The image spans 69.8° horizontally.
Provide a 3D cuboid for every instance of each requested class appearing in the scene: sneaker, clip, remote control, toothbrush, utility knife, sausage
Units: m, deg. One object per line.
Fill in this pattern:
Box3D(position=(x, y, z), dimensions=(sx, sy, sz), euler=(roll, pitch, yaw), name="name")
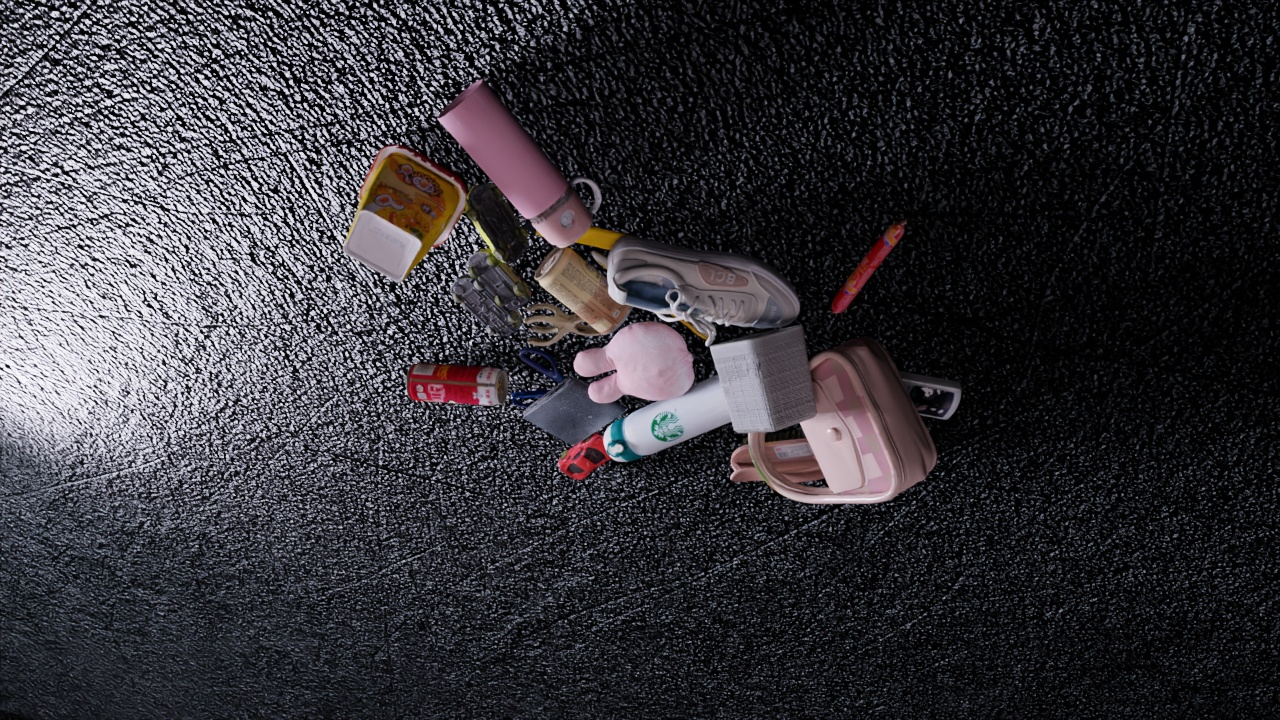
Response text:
Box3D(position=(0.077, -0.075, 1.081), dimensions=(0.242, 0.090, 0.090), euler=(14, 135, -9), name="sneaker")
Box3D(position=(-0.105, -0.057, 1.185), dimensions=(0.105, 0.034, 0.084), euler=(-14, 128, 18), name="clip")
Box3D(position=(0.334, 0.041, 1.183), dimensions=(0.150, 0.021, 0.058), euler=(10, 133, 4), name="remote control")
Box3D(position=(0.016, -0.083, 1.146), dimensions=(0.191, 0.016, 0.018), euler=(35, 119, -19), name="toothbrush")
Box3D(position=(-0.065, -0.150, 1.102), dimensions=(0.154, 0.015, 0.033), euler=(13, 140, -1), name="utility knife")
Box3D(position=(0.262, -0.107, 1.066), dimensions=(0.020, 0.020, 0.156), euler=(23, 132, -9), name="sausage")

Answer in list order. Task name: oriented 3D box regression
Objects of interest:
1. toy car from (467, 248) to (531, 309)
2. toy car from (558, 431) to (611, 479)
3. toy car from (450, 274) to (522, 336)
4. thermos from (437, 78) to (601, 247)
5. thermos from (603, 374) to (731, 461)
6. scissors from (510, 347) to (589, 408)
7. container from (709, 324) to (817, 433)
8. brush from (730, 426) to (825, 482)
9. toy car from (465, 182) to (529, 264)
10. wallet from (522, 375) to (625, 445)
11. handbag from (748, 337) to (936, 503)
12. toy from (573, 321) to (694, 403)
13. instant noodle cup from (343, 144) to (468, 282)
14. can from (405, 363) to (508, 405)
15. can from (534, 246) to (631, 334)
Box3D(position=(-0.178, -0.105, 1.155), dimensions=(0.042, 0.035, 0.090), euler=(-26, 121, 29), name="toy car")
Box3D(position=(-0.077, 0.142, 1.364), dimensions=(0.049, 0.031, 0.107), euler=(37, 127, -22), name="toy car")
Box3D(position=(-0.199, -0.074, 1.190), dimensions=(0.049, 0.031, 0.105), euler=(-26, 123, 30), name="toy car")
Box3D(position=(-0.126, -0.220, 1.020), dimensions=(0.087, 0.067, 0.198), euler=(-45, 114, -4), name="thermos")
Box3D(position=(0.048, 0.080, 1.248), dimensions=(0.225, 0.073, 0.073), euler=(-26, 122, 30), name="thermos")
Box3D(position=(-0.111, 0.037, 1.287), dimensions=(0.175, 0.012, 0.162), euler=(-19, 126, 25), name="scissors")
Box3D(position=(0.152, 0.025, 1.116), dimensions=(0.090, 0.090, 0.114), euler=(-10, 94, 57), name="container")
Box3D(position=(0.194, 0.136, 1.268), dimensions=(0.146, 0.072, 0.063), euler=(-8, 131, 21), name="brush")
Box3D(position=(-0.174, -0.164, 1.096), dimensions=(0.032, 0.048, 0.105), euler=(16, 146, 46), name="toy car")
Box3D(position=(-0.096, 0.074, 1.301), dimensions=(0.097, 0.019, 0.121), euler=(34, 131, -26), name="wallet")
Box3D(position=(0.234, 0.094, 1.162), dimensions=(0.235, 0.093, 0.193), euler=(-29, 80, 44), name="handbag")
Box3D(position=(-0.007, 0.007, 1.206), dimensions=(0.160, 0.054, 0.121), euler=(-12, 121, 22), name="toy")
Box3D(position=(-0.276, -0.166, 1.061), dimensions=(0.116, 0.123, 0.116), euler=(29, 131, -15), name="instant noodle cup")
Box3D(position=(-0.256, 0.034, 1.287), dimensions=(0.133, 0.053, 0.053), euler=(3, 132, 10), name="can")
Box3D(position=(-0.069, -0.087, 1.131), dimensions=(0.116, 0.058, 0.059), euler=(39, 128, -22), name="can")
